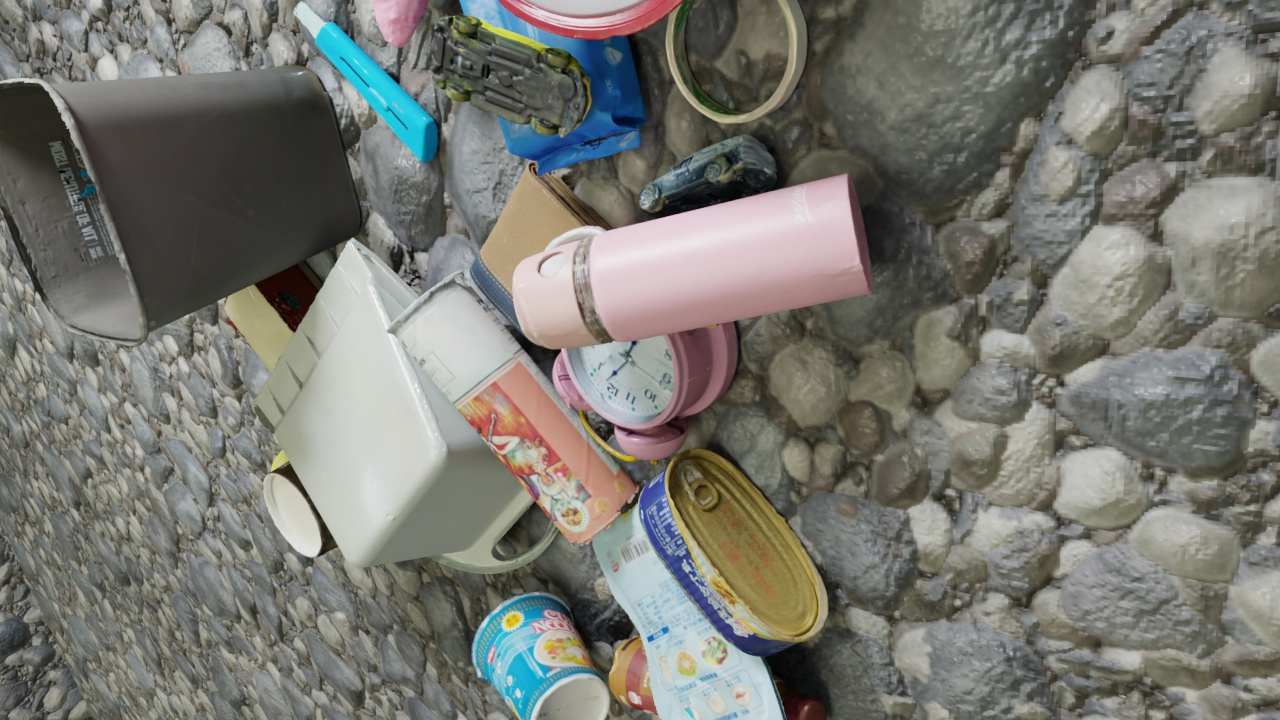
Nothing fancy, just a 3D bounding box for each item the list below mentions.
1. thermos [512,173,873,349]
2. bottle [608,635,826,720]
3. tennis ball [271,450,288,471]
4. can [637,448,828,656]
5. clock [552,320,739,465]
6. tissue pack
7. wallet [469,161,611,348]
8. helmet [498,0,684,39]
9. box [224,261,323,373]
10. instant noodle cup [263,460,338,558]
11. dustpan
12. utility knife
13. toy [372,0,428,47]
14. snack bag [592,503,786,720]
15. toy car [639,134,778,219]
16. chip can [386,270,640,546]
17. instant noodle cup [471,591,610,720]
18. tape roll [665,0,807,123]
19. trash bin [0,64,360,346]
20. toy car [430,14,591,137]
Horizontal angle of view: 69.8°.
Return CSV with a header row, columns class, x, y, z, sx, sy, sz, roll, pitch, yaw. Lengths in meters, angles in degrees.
class,x,y,z,sx,sy,sz,roll,pitch,yaw
thermos,0.027,-0.057,0.523,0.199,0.087,0.067,-10,137,22
bottle,0.057,0.259,0.709,0.175,0.057,0.057,2,113,40
tennis ball,-0.367,0.122,0.999,0.065,0.065,0.065,20,124,32
can,0.061,0.131,0.627,0.148,0.074,0.049,51,139,8
clock,-0.004,0.004,0.624,0.117,0.059,0.159,38,133,20
tissue pack,-0.054,-0.199,0.565,0.095,0.052,0.157,-4,109,40
wallet,-0.072,-0.074,0.663,0.090,0.033,0.116,46,133,9
helmet,-0.025,-0.286,0.433,0.207,0.143,0.240,-19,111,39
box,-0.333,-0.018,0.887,0.168,0.077,0.092,49,134,10
instant noodle cup,-0.294,0.126,0.903,0.118,0.114,0.119,21,125,32
dustpan,-0.189,0.067,0.798,0.223,0.142,0.257,-48,61,29
utility knife,-0.218,-0.225,0.719,0.179,0.018,0.034,46,135,14
toy,-0.162,-0.309,0.586,0.195,0.074,0.178,-33,74,51
snack bag,0.032,0.197,0.672,0.111,0.038,0.191,-35,69,28
toy car,0.039,-0.104,0.544,0.091,0.043,0.034,-16,67,44
chip can,-0.092,0.037,0.689,0.214,0.071,0.071,50,136,-6
instant noodle cup,-0.079,0.268,0.779,0.110,0.099,0.099,33,135,55
tape roll,0.052,-0.176,0.511,0.086,0.013,0.086,20,124,33
trash bin,-0.378,-0.145,0.757,0.199,0.219,0.199,8,118,37
toy car,-0.074,-0.168,0.539,0.105,0.032,0.048,25,126,14
